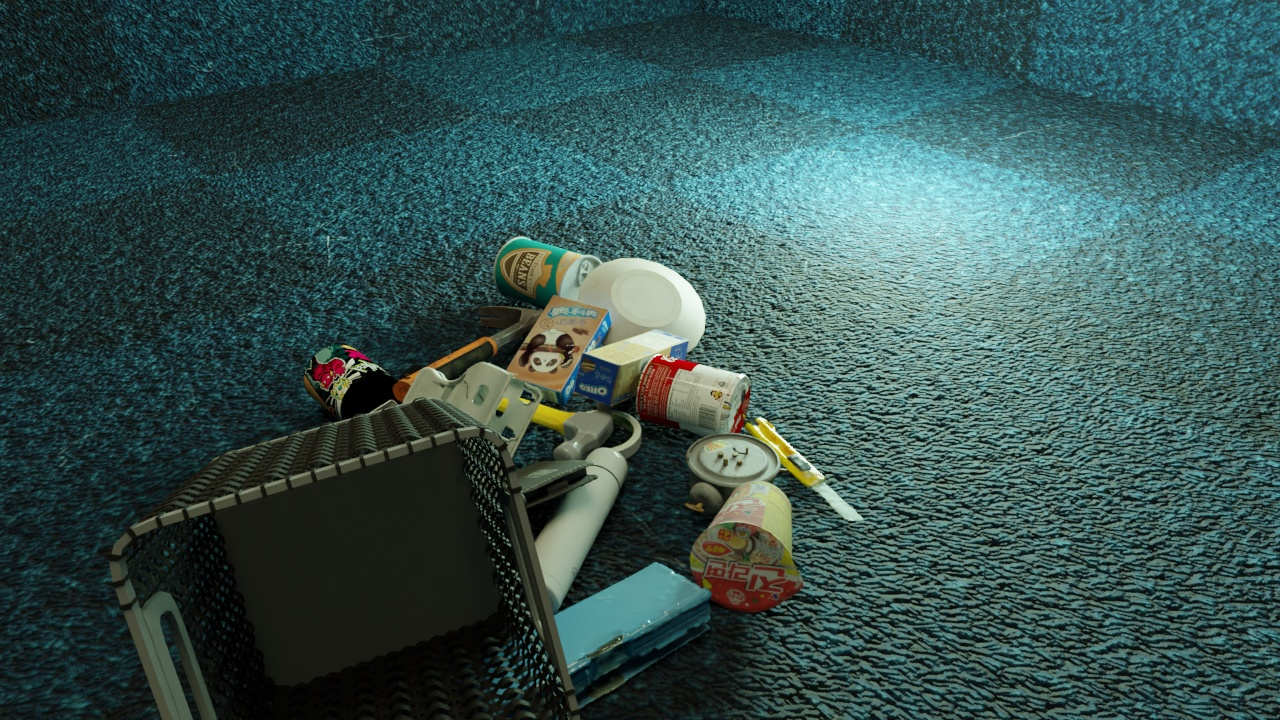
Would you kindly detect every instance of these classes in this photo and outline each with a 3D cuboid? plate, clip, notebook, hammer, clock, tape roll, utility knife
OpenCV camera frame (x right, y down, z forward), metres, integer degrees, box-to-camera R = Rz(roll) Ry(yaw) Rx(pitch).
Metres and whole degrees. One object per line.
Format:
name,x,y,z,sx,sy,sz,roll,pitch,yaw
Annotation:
plate,0.006,-0.082,1.314,0.188,0.027,0.188,8,54,-11
clip,-0.204,0.056,1.047,0.152,0.099,0.126,27,80,5
notebook,-0.164,0.148,0.947,0.208,0.029,0.170,-23,5,-28
hammer,-0.229,-0.014,1.229,0.138,0.035,0.313,11,23,23
clock,0.094,0.129,1.016,0.104,0.056,0.147,20,34,30
tape roll,-0.046,0.092,1.116,0.094,0.018,0.093,-1,31,0
hammer,-0.174,0.052,1.151,0.324,0.029,0.126,15,34,32
utility knife,0.186,0.123,1.068,0.030,0.019,0.217,-23,40,-17

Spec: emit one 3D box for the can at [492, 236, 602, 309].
can,-0.137,-0.124,1.385,0.144,0.099,0.099,19,36,36

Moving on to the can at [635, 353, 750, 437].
can,0.065,0.047,1.123,0.116,0.087,0.086,14,34,23

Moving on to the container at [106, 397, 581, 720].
container,-0.213,0.174,0.702,0.245,0.247,0.244,-16,11,-15

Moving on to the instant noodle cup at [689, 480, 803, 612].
instant noodle cup,0.108,0.175,0.912,0.100,0.100,0.112,7,25,13

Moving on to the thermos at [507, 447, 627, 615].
thermos,-0.068,0.170,0.954,0.052,0.052,0.223,9,33,15

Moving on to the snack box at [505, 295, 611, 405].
snack box,-0.109,-0.016,1.229,0.087,0.034,0.151,16,55,19

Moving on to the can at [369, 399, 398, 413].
can,-0.327,0.082,1.111,0.080,0.032,0.031,-36,45,-29

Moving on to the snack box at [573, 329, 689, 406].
snack box,-0.007,0.007,1.164,0.056,0.057,0.206,19,17,23

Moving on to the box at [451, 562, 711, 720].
box,-0.047,0.261,0.826,0.231,0.054,0.093,-21,20,-31

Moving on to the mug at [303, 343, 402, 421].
mug,-0.350,0.036,1.166,0.098,0.082,0.117,28,14,38
